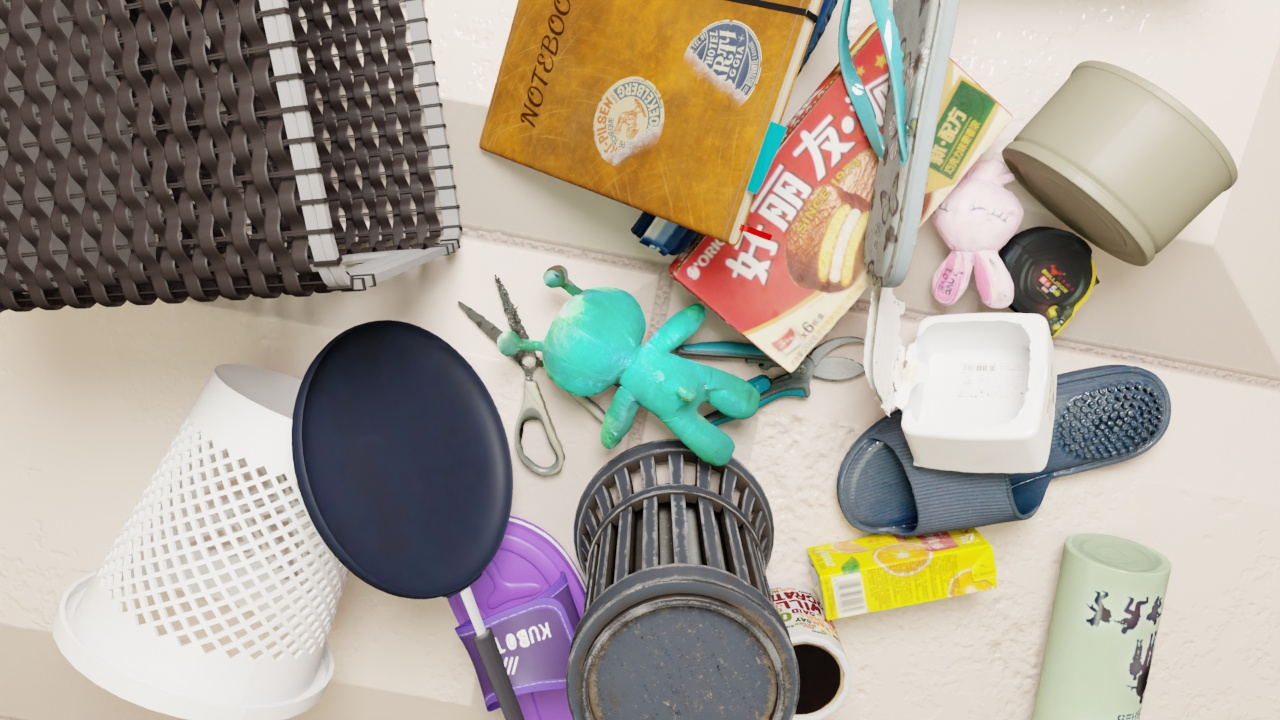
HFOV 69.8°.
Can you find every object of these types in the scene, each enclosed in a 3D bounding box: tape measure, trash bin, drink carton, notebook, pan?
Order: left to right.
[{"bbox_3d":[-0.285,0.120,0.674,0.195,0.195,0.199,25,93,-5],"label":"trash bin"},{"bbox_3d":[-0.136,0.142,0.654,0.021,0.198,0.356,-19,93,30],"label":"pan"},{"bbox_3d":[0.003,-0.193,0.595,0.249,0.014,0.178,27,105,34],"label":"notebook"},{"bbox_3d":[0.026,0.169,0.647,0.164,0.227,0.164,0,103,1],"label":"trash bin"},{"bbox_3d":[0.206,0.163,0.729,0.134,0.058,0.043,-11,103,2],"label":"drink carton"},{"bbox_3d":[0.300,-0.063,0.684,0.071,0.042,0.072,40,105,-2],"label":"tape measure"}]

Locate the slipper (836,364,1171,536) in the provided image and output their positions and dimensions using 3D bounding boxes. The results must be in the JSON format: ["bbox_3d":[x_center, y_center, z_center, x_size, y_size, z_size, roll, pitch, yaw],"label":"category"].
[{"bbox_3d":[0.280,0.070,0.695,0.264,0.082,0.101,-18,100,5],"label":"slipper"}]

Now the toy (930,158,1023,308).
[{"bbox_3d":[0.243,-0.092,0.667,0.064,0.047,0.110,2,94,39],"label":"toy"}]

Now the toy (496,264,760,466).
[{"bbox_3d":[-0.004,0.004,0.679,0.193,0.072,0.130,31,90,1],"label":"toy"}]

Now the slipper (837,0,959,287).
[{"bbox_3d":[0.154,-0.179,0.566,0.054,0.098,0.269,3,99,-4],"label":"slipper"}]

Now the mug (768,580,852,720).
[{"bbox_3d":[0.121,0.244,0.733,0.073,0.089,0.105,2,103,0],"label":"mug"}]

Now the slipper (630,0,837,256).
[{"bbox_3d":[0.054,-0.194,0.625,0.095,0.105,0.253,28,101,-2],"label":"slipper"}]

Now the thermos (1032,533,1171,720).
[{"bbox_3d":[0.360,0.261,0.739,0.082,0.082,0.231,4,104,0],"label":"thermos"}]

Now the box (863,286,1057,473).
[{"bbox_3d":[0.212,-0.001,0.636,0.129,0.108,0.137,1,145,31],"label":"box"}]

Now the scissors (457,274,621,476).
[{"bbox_3d":[-0.079,0.019,0.724,0.158,0.012,0.162,15,102,-4],"label":"scissors"}]

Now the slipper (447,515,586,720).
[{"bbox_3d":[-0.081,0.258,0.743,0.107,0.084,0.266,-19,102,5],"label":"slipper"}]

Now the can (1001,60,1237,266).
[{"bbox_3d":[0.320,-0.132,0.623,0.128,0.127,0.073,40,102,-8],"label":"can"}]

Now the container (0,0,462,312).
[{"bbox_3d":[-0.278,-0.165,0.570,0.244,0.247,0.246,-6,103,6],"label":"container"}]

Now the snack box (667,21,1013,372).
[{"bbox_3d":[0.137,-0.117,0.656,0.113,0.060,0.236,40,96,-8],"label":"snack box"}]

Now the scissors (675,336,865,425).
[{"bbox_3d":[0.093,0.009,0.716,0.124,0.019,0.156,41,99,-9],"label":"scissors"}]
